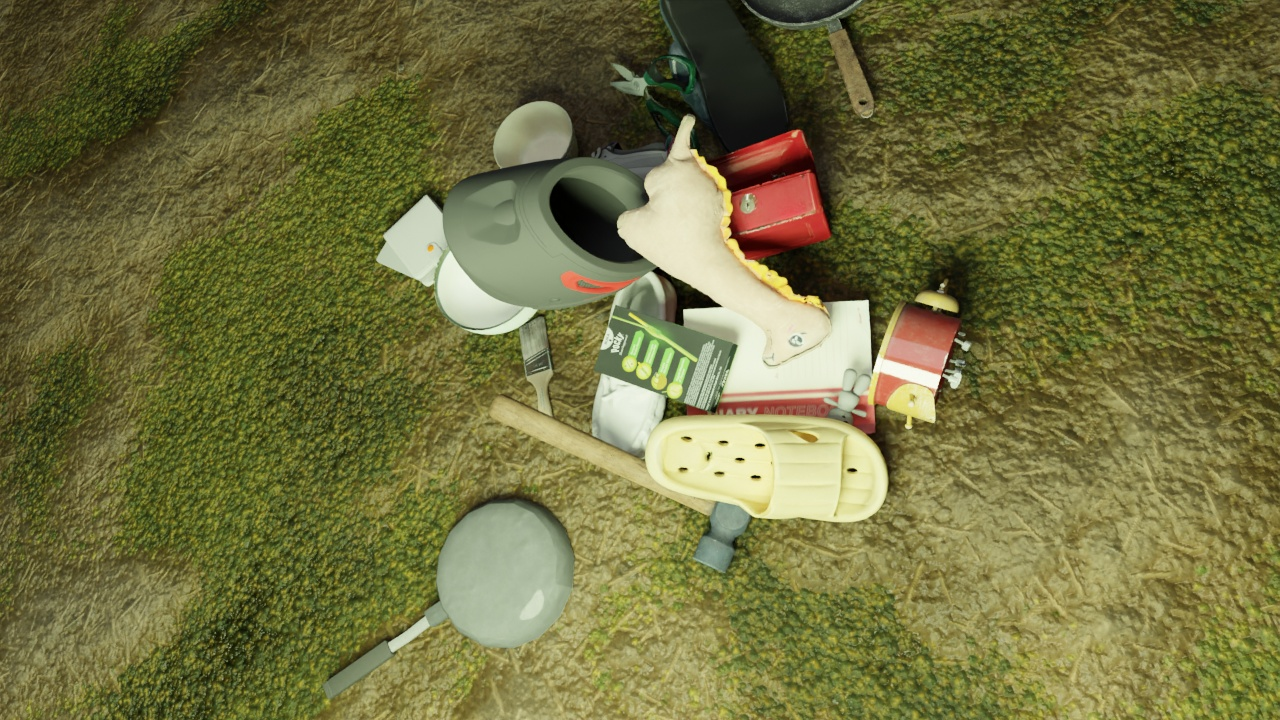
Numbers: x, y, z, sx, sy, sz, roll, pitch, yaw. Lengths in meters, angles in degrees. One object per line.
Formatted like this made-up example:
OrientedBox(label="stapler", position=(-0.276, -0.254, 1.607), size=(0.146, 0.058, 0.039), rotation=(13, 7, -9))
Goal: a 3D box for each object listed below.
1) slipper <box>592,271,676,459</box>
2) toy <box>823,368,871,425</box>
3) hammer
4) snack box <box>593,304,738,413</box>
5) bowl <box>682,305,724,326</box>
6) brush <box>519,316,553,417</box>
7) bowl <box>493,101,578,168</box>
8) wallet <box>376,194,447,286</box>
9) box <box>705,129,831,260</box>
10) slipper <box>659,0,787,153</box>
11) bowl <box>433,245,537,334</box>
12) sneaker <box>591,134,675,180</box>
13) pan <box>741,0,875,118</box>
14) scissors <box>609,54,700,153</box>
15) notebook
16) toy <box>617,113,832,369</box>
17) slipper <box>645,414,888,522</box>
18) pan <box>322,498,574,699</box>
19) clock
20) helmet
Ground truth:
OrientedBox(label="slipper", position=(-0.007, 0.006, 1.106), size=(0.112, 0.074, 0.246), rotation=(1, 74, 36))
OrientedBox(label="toy", position=(0.218, 0.064, 1.001), size=(0.049, 0.030, 0.112), rotation=(21, 97, 1))
OrientedBox(label="hammer", position=(-0.025, 0.113, 1.042), size=(0.322, 0.040, 0.129), rotation=(24, 79, 7))
OrientedBox(label="snack box", position=(0.027, -0.003, 1.038), size=(0.148, 0.025, 0.080), rotation=(19, 91, 22))
OrientedBox(label="bowl", position=(0.097, -0.005, 1.073), size=(0.114, 0.045, 0.114), rotation=(-1, 83, 6))
OrientedBox(label="brush", position=(-0.129, 0.015, 1.173), size=(0.039, 0.012, 0.151), rotation=(-18, 69, 13))
OrientedBox(label="bowl", position=(-0.134, -0.286, 1.248), size=(0.115, 0.062, 0.115), rotation=(-6, 70, 18))
OrientedBox(label="wallet", position=(-0.310, -0.158, 1.282), size=(0.115, 0.037, 0.118), rotation=(-43, 61, 2))
OrientedBox(label="box", position=(0.139, -0.172, 1.077), size=(0.158, 0.134, 0.112), rotation=(-18, 66, 14))
OrientedBox(label="slipper", position=(0.099, -0.364, 1.189), size=(0.108, 0.084, 0.265), rotation=(-23, 83, -20))
OrientedBox(label="bowl", position=(-0.185, -0.100, 1.198), size=(0.154, 0.073, 0.153), rotation=(-7, 70, 18))
OrientedBox(label="sneaker", position=(-0.068, -0.224, 1.195), size=(0.263, 0.097, 0.128), rotation=(-7, 59, 19))
OrientedBox(label="pan", position=(0.242, -0.450, 1.183), size=(0.208, 0.040, 0.356), rotation=(-18, 69, 13))
OrientedBox(label="scissors", position=(0.019, -0.337, 1.218), size=(0.015, 0.142, 0.210), rotation=(-29, 30, -23))
OrientedBox(label="notebook", position=(0.155, 0.011, 1.035), size=(0.209, 0.012, 0.153), rotation=(-3, 83, 6))
OrientedBox(label="toy", position=(0.107, -0.118, 0.988), size=(0.264, 0.065, 0.196), rotation=(31, 112, 1))
OrientedBox(label="slipper", position=(0.132, 0.112, 0.965), size=(0.261, 0.079, 0.111), rotation=(7, 96, 7))
OrientedBox(label="pan", position=(-0.240, 0.301, 1.101), size=(0.357, 0.041, 0.178), rotation=(-35, 64, 6))
OrientedBox(label="clock", position=(0.306, -0.011, 0.973), size=(0.081, 0.117, 0.158), rotation=(18, 73, 20))
OrientedBox(label="helmet", position=(-0.107, -0.140, 1.059), size=(0.170, 0.264, 0.164), rotation=(-24, 68, 48))
